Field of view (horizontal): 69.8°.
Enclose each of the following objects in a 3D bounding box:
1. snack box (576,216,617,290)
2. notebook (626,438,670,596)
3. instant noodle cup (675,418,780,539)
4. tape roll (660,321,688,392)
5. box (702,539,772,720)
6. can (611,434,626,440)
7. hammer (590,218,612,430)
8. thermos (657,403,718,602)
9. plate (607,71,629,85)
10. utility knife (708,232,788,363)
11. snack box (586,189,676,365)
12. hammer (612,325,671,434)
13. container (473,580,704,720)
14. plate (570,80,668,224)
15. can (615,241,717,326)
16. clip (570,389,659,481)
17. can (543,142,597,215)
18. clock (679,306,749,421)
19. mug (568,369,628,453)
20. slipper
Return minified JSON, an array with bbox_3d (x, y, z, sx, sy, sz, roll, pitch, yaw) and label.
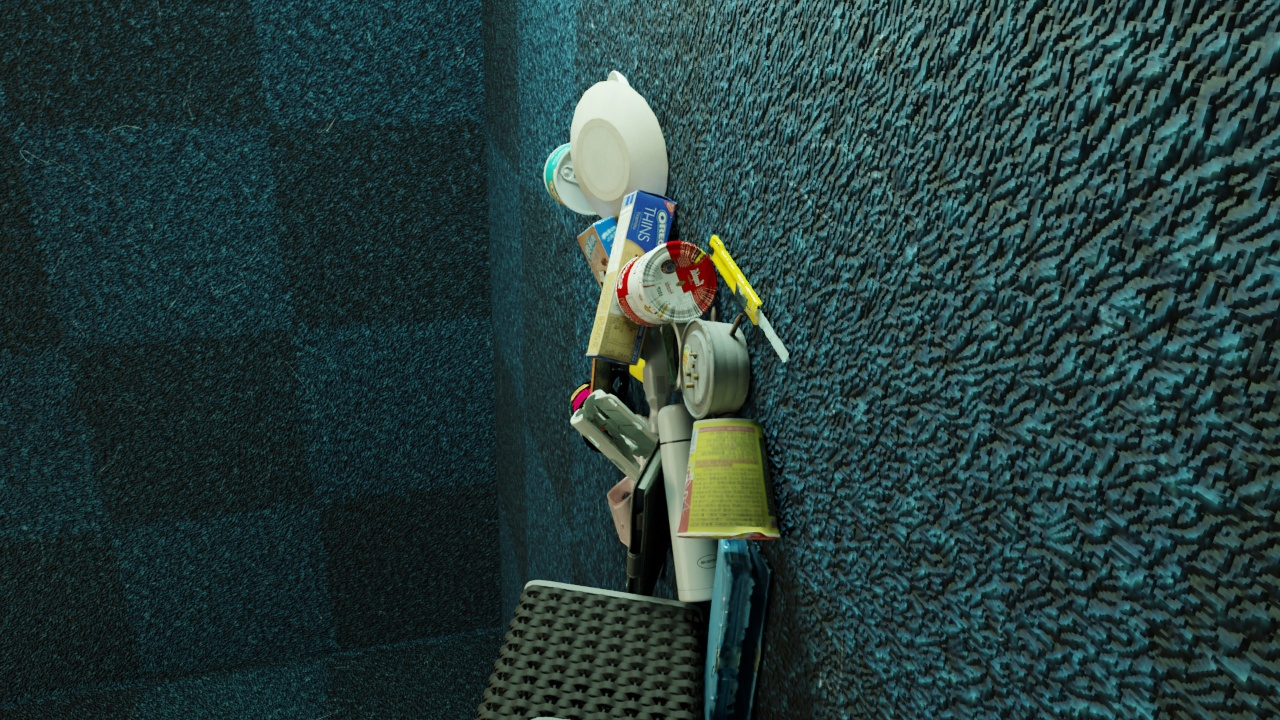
[{"bbox_3d":[-0.030,-0.112,1.233,0.151,0.034,0.087,65,162,-4],"label":"snack box"},{"bbox_3d":[0.015,0.203,1.142,0.169,0.029,0.209,-58,-27,-58],"label":"notebook"},{"bbox_3d":[0.084,0.116,0.889,0.100,0.100,0.112,137,134,-71],"label":"instant noodle cup"},{"bbox_3d":[0.044,-0.008,1.122,0.094,0.018,0.094,174,91,-75],"label":"tape roll"},{"bbox_3d":[0.102,0.291,0.981,0.093,0.054,0.232,-86,-1,-64],"label":"box"},{"bbox_3d":[-0.025,0.122,1.364,0.031,0.031,0.080,-130,27,-65],"label":"can"},{"bbox_3d":[-0.053,-0.056,1.336,0.138,0.035,0.314,171,104,-77],"label":"hammer"},{"bbox_3d":[0.057,0.162,1.062,0.052,0.052,0.224,146,118,-73],"label":"thermos"},{"bbox_3d":[-0.025,-0.342,1.256,0.104,0.026,0.104,174,91,-76],"label":"plate"},{"bbox_3d":[0.104,-0.065,0.898,0.217,0.019,0.030,-118,18,-49],"label":"utility knife"},{"bbox_3d":[-0.010,-0.099,1.112,0.056,0.057,0.206,-174,98,-72],"label":"snack box"},{"bbox_3d":[-0.007,0.007,1.251,0.323,0.029,0.127,-148,55,-76],"label":"hammer"},{"bbox_3d":[-0.054,0.432,1.063,0.243,0.247,0.246,-77,-8,-47],"label":"container"},{"bbox_3d":[-0.039,-0.259,1.176,0.189,0.027,0.189,26,126,41],"label":"plate"},{"bbox_3d":[0.027,-0.083,1.030,0.116,0.086,0.086,179,86,-75],"label":"can"},{"bbox_3d":[-0.044,0.105,1.226,0.126,0.098,0.153,46,149,-18],"label":"clip"},{"bbox_3d":[-0.083,-0.267,1.334,0.144,0.099,0.099,-132,40,-72],"label":"can"},{"bbox_3d":[0.074,0.022,0.952,0.104,0.056,0.148,-152,61,-73],"label":"clock"},{"bbox_3d":[-0.053,0.070,1.410,0.118,0.081,0.098,-63,23,10],"label":"mug"},{"bbox_3d":[-0.013,0.197,1.309,0.094,0.064,0.239,178,89,-75],"label":"slipper"}]
